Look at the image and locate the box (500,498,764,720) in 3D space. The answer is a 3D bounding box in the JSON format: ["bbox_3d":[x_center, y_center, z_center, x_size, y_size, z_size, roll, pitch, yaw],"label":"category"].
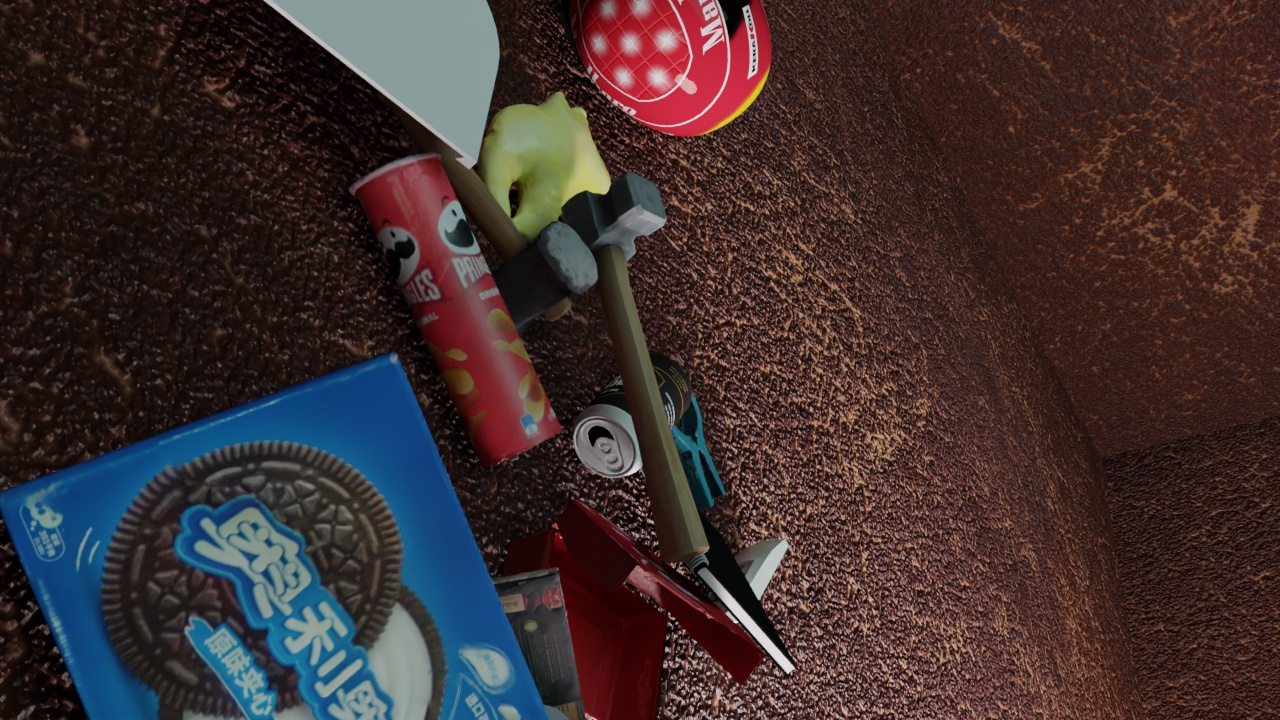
[{"bbox_3d":[-0.031,0.210,0.697,0.157,0.156,0.147,42,-1,-32],"label":"box"}]

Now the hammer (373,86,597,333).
[{"bbox_3d":[-0.160,-0.168,0.736,0.328,0.098,0.052,54,33,-11],"label":"hammer"}]

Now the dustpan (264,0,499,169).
[{"bbox_3d":[-0.202,-0.269,0.707,0.191,0.053,0.257,36,36,-31],"label":"dustpan"}]

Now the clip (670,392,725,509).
[{"bbox_3d":[0.057,0.082,0.962,0.130,0.031,0.120,57,30,-18],"label":"clip"}]

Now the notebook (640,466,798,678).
[{"bbox_3d":[0.062,0.171,0.823,0.149,0.016,0.206,51,3,-26],"label":"notebook"}]

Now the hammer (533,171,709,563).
[{"bbox_3d":[-0.004,0.004,0.754,0.051,0.118,0.322,14,55,-51],"label":"hammer"}]

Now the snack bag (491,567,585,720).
[{"bbox_3d":[-0.078,0.212,0.604,0.018,0.074,0.155,-109,-169,-75],"label":"snack bag"}]

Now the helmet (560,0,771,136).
[{"bbox_3d":[0.024,-0.379,1.017,0.271,0.198,0.224,54,34,-8],"label":"helmet"}]

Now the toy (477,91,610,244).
[{"bbox_3d":[-0.083,-0.173,0.861,0.170,0.065,0.154,25,71,-50],"label":"toy"}]

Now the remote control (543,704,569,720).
[{"bbox_3d":[-0.090,0.281,0.552,0.074,0.019,0.150,42,58,15],"label":"remote control"}]

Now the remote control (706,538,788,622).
[{"bbox_3d":[0.103,0.219,0.926,0.024,0.050,0.143,64,32,-9],"label":"remote control"}]

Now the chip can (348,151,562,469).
[{"bbox_3d":[-0.137,-0.036,0.697,0.073,0.073,0.233,-32,100,-57],"label":"chip can"}]

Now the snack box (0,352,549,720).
[{"bbox_3d":[-0.177,0.139,0.477,0.195,0.056,0.239,-23,92,-30],"label":"snack box"}]

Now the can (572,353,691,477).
[{"bbox_3d":[-0.006,0.048,0.842,0.072,0.072,0.128,61,33,-12],"label":"can"}]
